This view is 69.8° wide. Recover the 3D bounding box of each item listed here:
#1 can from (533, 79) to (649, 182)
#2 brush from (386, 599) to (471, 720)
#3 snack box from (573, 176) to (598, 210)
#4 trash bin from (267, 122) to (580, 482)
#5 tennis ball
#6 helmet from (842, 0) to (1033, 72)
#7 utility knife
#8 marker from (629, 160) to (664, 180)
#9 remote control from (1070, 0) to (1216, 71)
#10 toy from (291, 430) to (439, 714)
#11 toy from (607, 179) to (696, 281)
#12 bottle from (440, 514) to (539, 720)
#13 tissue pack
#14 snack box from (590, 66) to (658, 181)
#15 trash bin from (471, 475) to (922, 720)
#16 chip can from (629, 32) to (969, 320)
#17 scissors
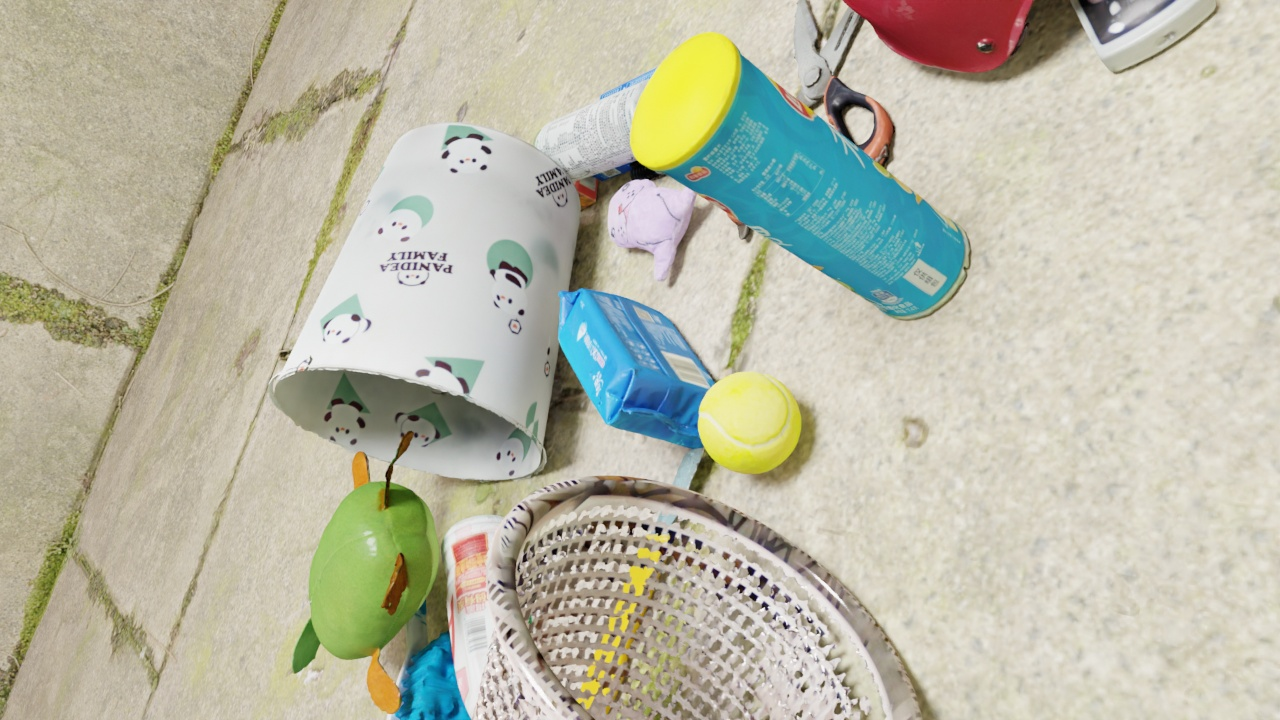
[{"bbox_3d":[-0.031,-0.195,0.795,0.147,0.058,0.058,-6,66,49],"label":"can"},{"bbox_3d":[-0.187,0.250,0.795,0.110,0.060,0.313,-38,42,36],"label":"brush"},{"bbox_3d":[-0.100,-0.171,0.936,0.156,0.027,0.077,-20,57,44],"label":"snack box"},{"bbox_3d":[-0.167,-0.051,0.802,0.230,0.229,0.251,-17,53,45],"label":"trash bin"},{"bbox_3d":[0.069,0.039,0.582,0.066,0.065,0.065,-28,51,40],"label":"tennis ball"},{"bbox_3d":[0.190,-0.304,0.531,0.241,0.143,0.206,-48,33,37],"label":"helmet"},{"bbox_3d":[0.001,0.160,0.639,0.033,0.015,0.219,25,93,54],"label":"utility knife"},{"bbox_3d":[0.037,-0.175,0.776,0.131,0.022,0.018,-10,34,49],"label":"marker"},{"bbox_3d":[0.269,-0.232,0.523,0.058,0.021,0.149,-33,47,36],"label":"remote control"},{"bbox_3d":[-0.221,0.173,0.756,0.248,0.089,0.226,-50,43,44],"label":"toy"},{"bbox_3d":[0.006,-0.116,0.767,0.108,0.039,0.084,31,104,52],"label":"toy"},{"bbox_3d":[-0.111,0.216,0.705,0.068,0.068,0.196,-44,43,26],"label":"bottle"},{"bbox_3d":[-0.004,0.004,0.668,0.052,0.095,0.157,-57,37,21],"label":"tissue pack"},{"bbox_3d":[0.012,-0.221,0.826,0.157,0.026,0.084,-7,67,49],"label":"snack box"},{"bbox_3d":[-0.002,0.202,0.478,0.192,0.227,0.227,-65,35,23],"label":"trash bin"},{"bbox_3d":[0.094,-0.092,0.502,0.071,0.210,0.071,-27,51,40],"label":"chip can"},{"bbox_3d":[0.126,-0.190,0.682,0.189,0.015,0.225,-40,43,30],"label":"scissors"}]
